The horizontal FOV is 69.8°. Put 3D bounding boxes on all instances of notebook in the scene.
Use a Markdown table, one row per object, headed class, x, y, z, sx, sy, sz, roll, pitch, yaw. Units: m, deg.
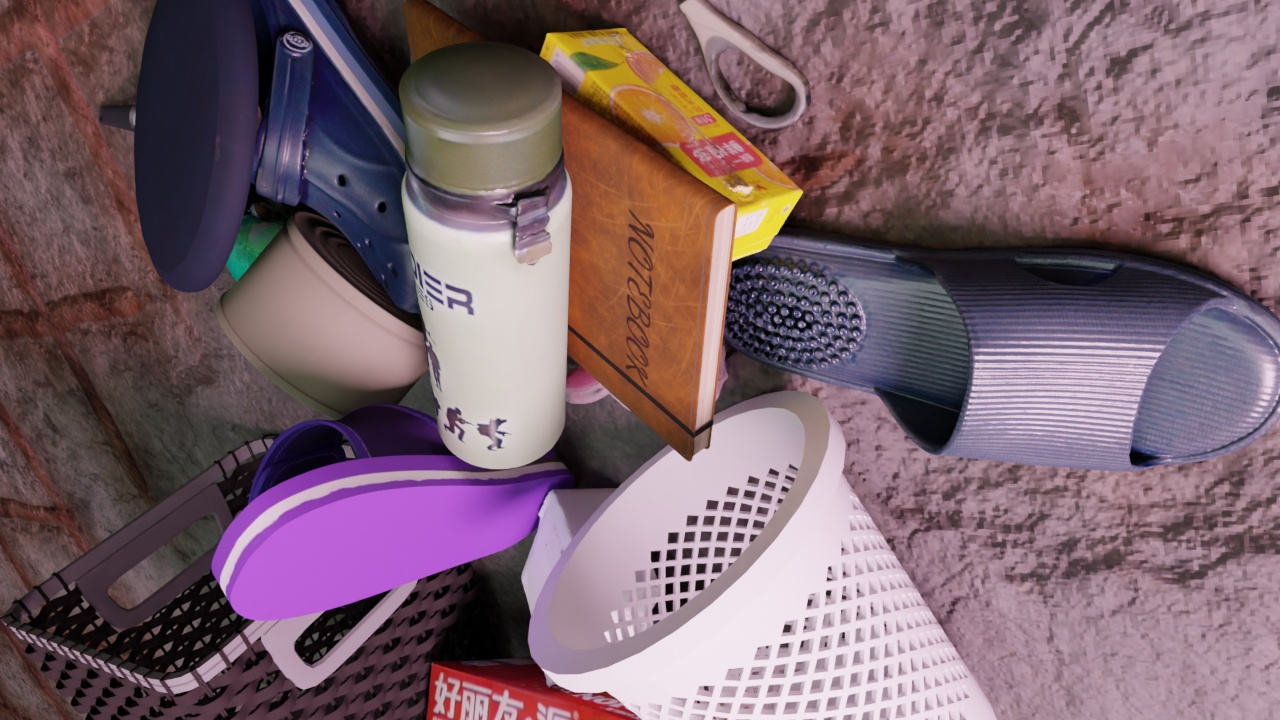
| class | x | y | z | sx | sy | sz | roll | pitch | yaw |
| --- | --- | --- | --- | --- | --- | --- | --- | --- | --- |
| notebook | -0.049 | -0.068 | 0.487 | 0.249 | 0.014 | 0.179 | 40 | 148 | 31 |

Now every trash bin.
| class | x | y | z | sx | sy | sz | roll | pitch | yaw |
| --- | --- | --- | --- | --- | --- | --- | --- | --- | --- |
| trash bin | 0.079 | 0.156 | 0.496 | 0.196 | 0.194 | 0.199 | -29 | 108 | 41 |

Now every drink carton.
| class | x | y | z | sx | sy | sz | roll | pitch | yaw |
| --- | --- | --- | --- | --- | --- | --- | --- | --- | --- |
| drink carton | 0.010 | -0.105 | 0.443 | 0.134 | 0.058 | 0.043 | 48 | 133 | 19 |

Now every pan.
| class | x | y | z | sx | sy | sz | roll | pitch | yaw |
| --- | --- | --- | --- | --- | --- | --- | --- | --- | --- |
| pan | -0.322 | -0.158 | 0.604 | 0.357 | 0.021 | 0.199 | 19 | 104 | 48 |

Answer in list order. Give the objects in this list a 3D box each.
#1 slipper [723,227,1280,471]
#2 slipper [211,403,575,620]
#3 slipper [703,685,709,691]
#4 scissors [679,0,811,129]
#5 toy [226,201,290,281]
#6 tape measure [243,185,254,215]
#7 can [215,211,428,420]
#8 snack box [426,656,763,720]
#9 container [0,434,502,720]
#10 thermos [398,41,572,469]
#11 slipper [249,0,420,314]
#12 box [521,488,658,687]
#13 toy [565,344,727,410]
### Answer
| class | x | y | z | sx | sy | sz | roll | pitch | yaw |
| --- | --- | --- | --- | --- | --- | --- | --- | --- | --- |
| slipper | 0.140 | 0.001 | 0.421 | 0.264 | 0.082 | 0.101 | 14 | 125 | 28 |
| slipper | -0.149 | 0.074 | 0.550 | 0.107 | 0.266 | 0.084 | -49 | 68 | 19 |
| slipper | 0.012 | 0.343 | 0.727 | 0.098 | 0.054 | 0.270 | 31 | 131 | 12 |
| scissors | 0.031 | -0.180 | 0.433 | 0.163 | 0.012 | 0.158 | -23 | 100 | 40 |
| toy | -0.259 | -0.040 | 0.674 | 0.131 | 0.072 | 0.194 | 9 | 129 | 24 |
| tape measure | -0.323 | -0.122 | 0.685 | 0.072 | 0.042 | 0.072 | -28 | 97 | 44 |
| can | -0.190 | -0.027 | 0.584 | 0.128 | 0.127 | 0.073 | 42 | 96 | 6 |
| snack box | -0.040 | 0.254 | 0.640 | 0.237 | 0.113 | 0.060 | -7 | 75 | 45 |
| container | -0.276 | 0.233 | 0.731 | 0.246 | 0.246 | 0.244 | 1 | 120 | 34 |
| thermos | -0.070 | -0.038 | 0.450 | 0.082 | 0.082 | 0.232 | 29 | 143 | 17 |
| slipper | -0.188 | -0.125 | 0.536 | 0.252 | 0.095 | 0.105 | 57 | 145 | 9 |
| box | 0.005 | 0.159 | 0.619 | 0.128 | 0.136 | 0.109 | -115 | 32 | -42 |
| toy | -0.003 | 0.003 | 0.541 | 0.110 | 0.047 | 0.063 | 8 | 109 | 36 |
